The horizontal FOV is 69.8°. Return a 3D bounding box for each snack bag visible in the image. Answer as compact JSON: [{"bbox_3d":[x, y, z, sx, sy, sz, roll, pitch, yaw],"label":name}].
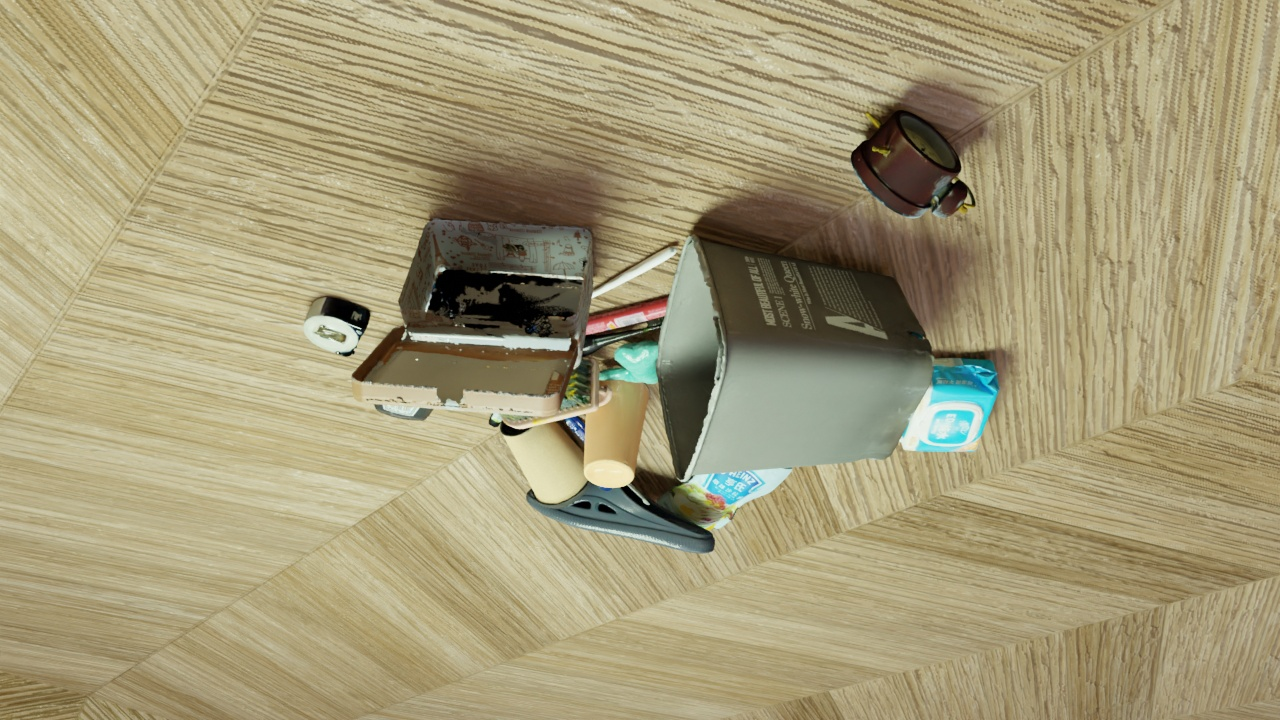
[{"bbox_3d":[0.110,0.174,1.255,0.110,0.038,0.192,31,135,-12],"label":"snack bag"}]

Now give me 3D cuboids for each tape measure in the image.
[{"bbox_3d":[-0.350,-0.040,1.051,0.066,0.033,0.066,22,137,-20],"label":"tape measure"}]

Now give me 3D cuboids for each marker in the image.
[{"bbox_3d":[-0.172,0.052,1.157,0.018,0.015,0.124,13,144,-16],"label":"marker"}]

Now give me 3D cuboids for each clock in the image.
[{"bbox_3d":[0.238,-0.164,0.789,0.122,0.081,0.055,25,131,-19],"label":"clock"}]

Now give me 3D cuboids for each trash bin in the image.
[{"bbox_3d":[0.145,0.001,0.909,0.219,0.198,0.199,2,133,-11],"label":"trash bin"}]

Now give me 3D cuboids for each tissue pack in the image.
[{"bbox_3d":[0.352,0.054,1.055,0.090,0.063,0.140,1,141,5],"label":"tissue pack"}]

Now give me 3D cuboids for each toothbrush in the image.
[{"bbox_3d":[-0.034,-0.083,0.973,0.181,0.016,0.016,-24,126,33],"label":"toothbrush"},{"bbox_3d":[-0.067,-0.018,1.050,0.213,0.026,0.027,-16,93,23],"label":"toothbrush"}]

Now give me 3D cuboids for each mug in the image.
[{"bbox_3d":[-0.033,0.086,1.094,0.078,0.122,0.078,4,142,3],"label":"mug"}]

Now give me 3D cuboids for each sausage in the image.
[{"bbox_3d":[-0.004,-0.051,1.005,0.156,0.020,0.020,-13,138,20],"label":"sausage"}]

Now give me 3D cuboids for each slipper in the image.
[{"bbox_3d":[-0.022,0.197,1.265,0.268,0.083,0.110,13,179,12],"label":"slipper"}]

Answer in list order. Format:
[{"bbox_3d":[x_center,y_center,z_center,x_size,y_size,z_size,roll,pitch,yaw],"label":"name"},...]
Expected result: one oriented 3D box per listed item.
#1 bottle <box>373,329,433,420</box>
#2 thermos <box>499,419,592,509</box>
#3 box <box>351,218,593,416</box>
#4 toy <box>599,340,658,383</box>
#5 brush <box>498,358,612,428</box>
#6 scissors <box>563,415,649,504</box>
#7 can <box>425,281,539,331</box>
[{"bbox_3d":[-0.271,0.017,1.068,0.080,0.044,0.195,14,154,-12],"label":"bottle"},{"bbox_3d":[-0.121,0.122,1.183,0.093,0.092,0.143,-13,130,22],"label":"thermos"},{"bbox_3d":[-0.144,-0.030,0.864,0.178,0.271,0.107,4,127,3],"label":"box"},{"bbox_3d":[-0.006,0.006,1.059,0.096,0.030,0.092,-5,153,9],"label":"toy"},{"bbox_3d":[-0.107,0.045,1.078,0.146,0.063,0.073,-18,151,31],"label":"brush"},{"bbox_3d":[-0.043,0.130,1.168,0.012,0.162,0.176,-38,100,10],"label":"scissors"},{"bbox_3d":[-0.181,-0.045,1.007,0.134,0.053,0.053,18,139,-14],"label":"can"}]
